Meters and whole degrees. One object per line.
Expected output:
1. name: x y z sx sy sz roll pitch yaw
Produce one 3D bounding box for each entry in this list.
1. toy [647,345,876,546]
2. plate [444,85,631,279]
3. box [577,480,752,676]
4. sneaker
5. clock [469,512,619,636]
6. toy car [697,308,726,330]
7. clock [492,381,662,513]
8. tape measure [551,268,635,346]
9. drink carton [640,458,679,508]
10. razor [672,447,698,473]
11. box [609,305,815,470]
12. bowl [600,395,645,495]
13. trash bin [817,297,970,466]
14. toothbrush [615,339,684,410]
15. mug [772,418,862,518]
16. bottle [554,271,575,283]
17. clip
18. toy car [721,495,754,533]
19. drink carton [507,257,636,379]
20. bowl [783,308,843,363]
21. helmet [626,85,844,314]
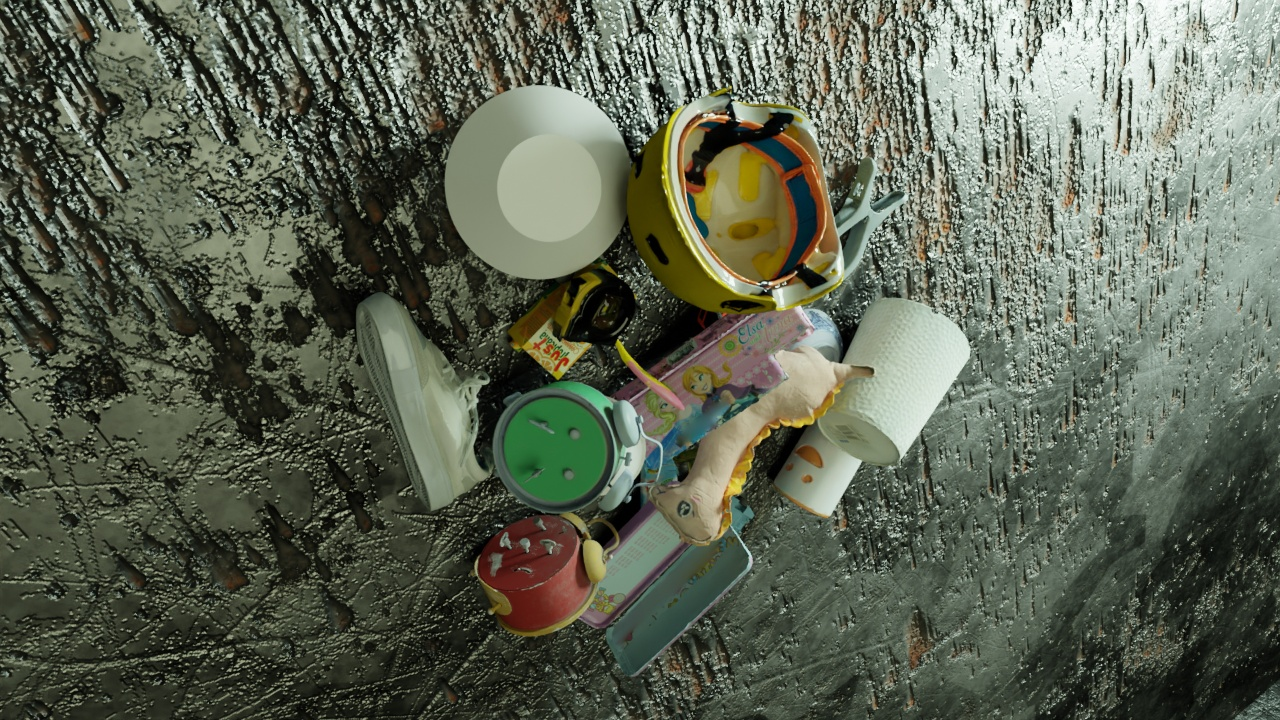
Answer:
1. toy: 0.131 0.089 1.007 0.065 0.196 0.263 69 40 -63
2. plate: -0.085 -0.155 0.822 0.173 0.036 0.174 -5 107 -17
3. box: 0.018 0.252 1.062 0.214 0.140 0.062 -47 171 15
4. sneaker: -0.192 0.031 0.855 0.090 0.089 0.243 -27 131 -23
5. clock: -0.099 0.213 0.980 0.158 0.117 0.081 -26 122 -14
6. toy car: 0.098 -0.070 0.997 0.051 0.049 0.100 6 110 -33
7. clock: -0.059 0.087 0.892 0.162 0.075 0.122 10 99 10
8. tape measure: -0.041 -0.049 0.875 0.071 0.042 0.072 9 106 -31
9. drink carton: 0.023 0.172 1.079 0.044 0.038 0.129 -5 118 -8
10. razor: 0.064 0.155 1.093 0.042 0.026 0.106 -13 110 -14
11. box: 0.082 0.024 0.966 0.231 0.090 0.084 -36 138 12
12. bowl: -0.052 0.093 0.953 0.110 0.040 0.110 2 100 11
13. trash bin: 0.292 0.030 1.085 0.161 0.133 0.133 -55 131 -21
14. toothbrush: -0.006 0.006 0.946 0.135 0.021 0.016 45 100 3
15. mug: 0.228 0.133 1.161 0.082 0.082 0.105 23 99 -37
16. bottle: -0.055 -0.126 0.883 0.036 0.036 0.110 33 95 -38
17. clip: 0.248 -0.146 1.065 0.090 0.027 0.162 20 103 -38
18. toy car: 0.086 0.176 1.131 0.107 0.027 0.060 35 93 -21
19. drink carton: -0.070 -0.043 0.914 0.122 0.041 0.058 -46 129 -2
20. bowl: 0.204 -0.002 1.099 0.114 0.045 0.114 -14 120 -25
21. helmet: 0.068 -0.135 0.870 0.239 0.140 0.209 -4 80 -40
